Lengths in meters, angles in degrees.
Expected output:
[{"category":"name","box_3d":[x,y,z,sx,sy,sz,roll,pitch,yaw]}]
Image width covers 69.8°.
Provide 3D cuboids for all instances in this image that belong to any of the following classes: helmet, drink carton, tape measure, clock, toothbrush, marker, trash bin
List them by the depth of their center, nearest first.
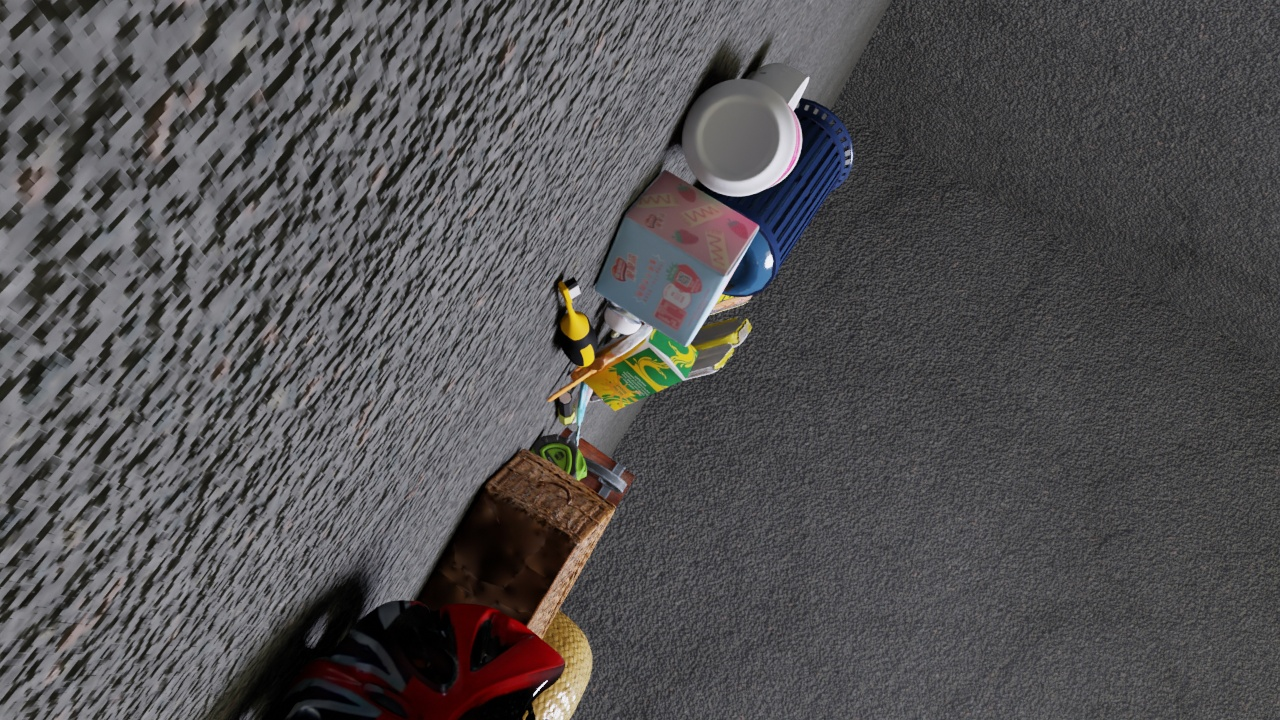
[{"category":"helmet","box_3d":[-0.154,0.260,0.592,0.216,0.167,0.273,-56,175,-37]},{"category":"toothbrush","box_3d":[-0.051,-0.026,0.713,0.031,0.031,0.197,-33,168,-7]},{"category":"clock","box_3d":[0.004,-0.072,0.885,0.126,0.052,0.088,-57,178,43]},{"category":"drink carton","box_3d":[-0.006,0.006,0.965,0.123,0.058,0.041,-27,-153,44]},{"category":"marker","box_3d":[-0.080,0.051,1.002,0.021,0.017,0.124,-58,176,-13]},{"category":"tape measure","box_3d":[-0.093,0.115,1.005,0.058,0.065,0.036,-31,163,-21]},{"category":"toothbrush","box_3d":[-0.052,0.012,1.089,0.018,0.016,0.182,-41,163,-54]},{"category":"trash bin","box_3d":[0.146,-0.193,1.101,0.248,0.139,0.140,-53,174,-37]}]

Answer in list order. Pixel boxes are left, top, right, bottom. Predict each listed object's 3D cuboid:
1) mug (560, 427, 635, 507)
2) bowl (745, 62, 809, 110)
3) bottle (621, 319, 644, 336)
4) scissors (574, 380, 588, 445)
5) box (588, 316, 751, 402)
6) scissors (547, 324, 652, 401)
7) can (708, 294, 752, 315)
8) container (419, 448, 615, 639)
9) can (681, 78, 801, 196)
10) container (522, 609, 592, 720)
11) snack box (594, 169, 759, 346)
[{"category":"mug","box_3d":[-0.069,0.147,1.204,0.081,0.111,0.117,-57,176,-18]},{"category":"bowl","box_3d":[0.119,-0.250,0.920,0.104,0.054,0.105,-57,174,-9]},{"category":"bottle","box_3d":[0.012,-0.017,1.092,0.160,0.072,0.046,-66,167,-62]},{"category":"scissors","box_3d":[-0.071,0.070,1.053,0.056,0.015,0.137,-86,-172,-66]},{"category":"box","box_3d":[0.032,0.001,1.148,0.210,0.023,0.126,-14,-155,35]},{"category":"scissors","box_3d":[-0.040,0.002,0.905,0.128,0.011,0.125,-37,-173,-3]},{"category":"can","box_3d":[0.091,-0.104,1.194,0.130,0.072,0.101,-18,167,-13]},{"category":"container","box_3d":[-0.127,0.201,0.893,0.199,0.114,0.112,-61,171,14]},{"category":"can","box_3d":[0.090,-0.186,0.776,0.088,0.088,0.165,-59,176,17]},{"category":"container","box_3d":[-0.196,0.414,1.108,0.307,0.196,0.307,-58,178,-4]},{"category":"snack box","box_3d":[0.029,-0.084,0.759,0.079,0.095,0.093,-56,175,-40]}]
